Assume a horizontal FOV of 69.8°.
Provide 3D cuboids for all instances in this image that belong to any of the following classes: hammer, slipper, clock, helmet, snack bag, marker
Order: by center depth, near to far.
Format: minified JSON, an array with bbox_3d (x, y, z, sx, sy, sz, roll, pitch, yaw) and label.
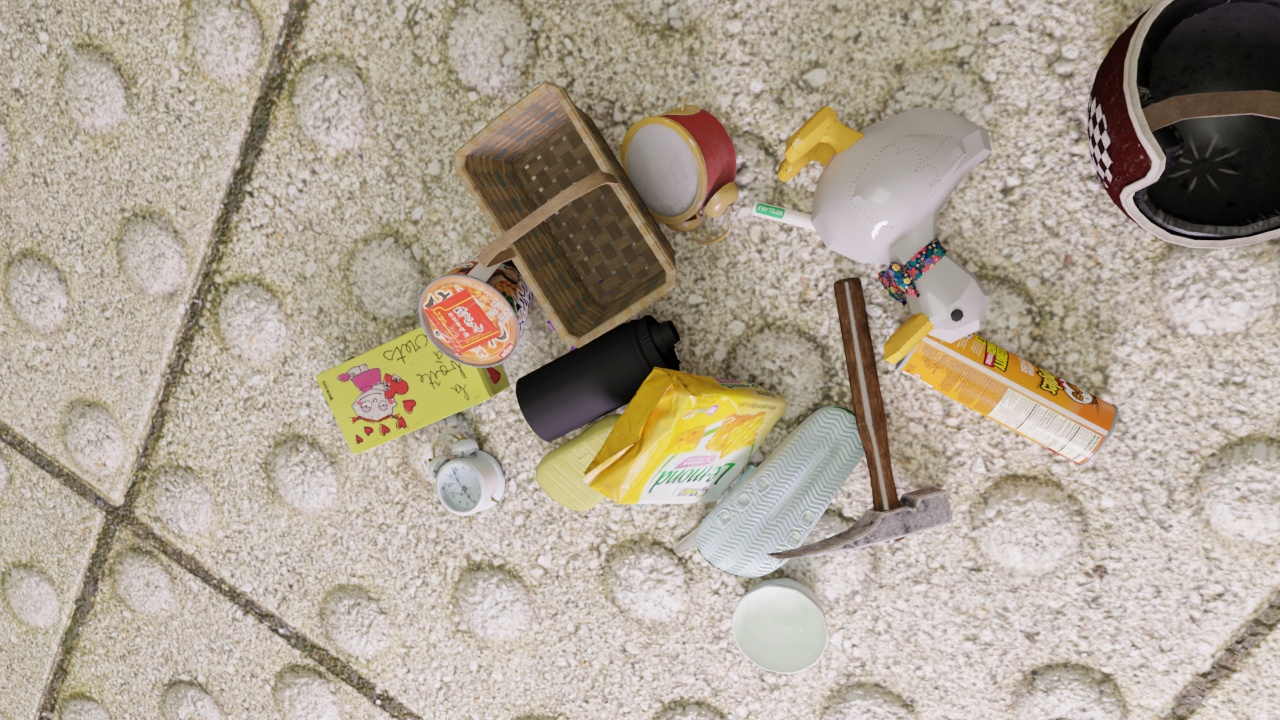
[{"bbox_3d":[0.520,-0.216,0.791,0.234,0.253,0.233,-21,72,15],"label":"helmet"},{"bbox_3d":[0.055,-0.205,1.019,0.117,0.081,0.159,-18,100,49],"label":"clock"},{"bbox_3d":[0.221,0.062,1.020,0.217,0.037,0.300,-11,91,-16],"label":"hammer"},{"bbox_3d":[0.053,0.083,1.025,0.068,0.246,0.160,47,111,32],"label":"snack bag"},{"bbox_3d":[0.197,-0.154,1.029,0.145,0.017,0.017,16,107,13],"label":"marker"},{"bbox_3d":[0.169,0.155,1.085,0.104,0.074,0.245,41,95,-1],"label":"slipper"},{"bbox_3d":[-0.054,0.112,1.130,0.091,0.081,0.191,38,130,-16],"label":"slipper"},{"bbox_3d":[-0.232,0.150,1.210,0.083,0.057,0.117,-37,83,21],"label":"clock"}]

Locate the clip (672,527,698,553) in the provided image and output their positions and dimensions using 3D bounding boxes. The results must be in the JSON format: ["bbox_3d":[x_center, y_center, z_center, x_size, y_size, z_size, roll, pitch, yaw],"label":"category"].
[{"bbox_3d":[0.096,0.225,1.153,0.102,0.046,0.056,-41,85,22],"label":"clip"}]

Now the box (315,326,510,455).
[{"bbox_3d":[-0.292,0.026,1.186,0.221,0.081,0.124,-19,96,21],"label":"box"}]

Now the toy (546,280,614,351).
[{"bbox_3d":[-0.061,-0.051,1.111,0.106,0.056,0.088,-15,97,-15],"label":"toy"}]

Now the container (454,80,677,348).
[{"bbox_3d":[-0.080,-0.149,0.955,0.158,0.186,0.250,-31,92,21],"label":"container"}]

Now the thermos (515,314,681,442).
[{"bbox_3d":[-0.040,0.015,1.072,0.199,0.086,0.086,-27,94,17],"label":"thermos"}]

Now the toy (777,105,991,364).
[{"bbox_3d":[0.266,-0.148,0.940,0.267,0.141,0.246,41,89,5],"label":"toy"}]

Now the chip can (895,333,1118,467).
[{"bbox_3d":[0.389,0.029,0.984,0.215,0.075,0.075,29,109,8],"label":"chip can"}]

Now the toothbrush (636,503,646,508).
[{"bbox_3d":[0.041,0.117,1.142,0.016,0.016,0.181,34,111,5],"label":"toothbrush"}]

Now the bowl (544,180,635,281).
[{"bbox_3d":[-0.052,-0.155,1.080,0.118,0.062,0.118,4,104,16],"label":"bowl"}]

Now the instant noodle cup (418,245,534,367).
[{"bbox_3d":[-0.181,-0.076,1.094,0.124,0.121,0.124,9,126,12],"label":"instant noodle cup"}]

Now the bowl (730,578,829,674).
[{"bbox_3d":[0.174,0.317,1.125,0.117,0.061,0.117,4,104,16],"label":"bowl"}]
